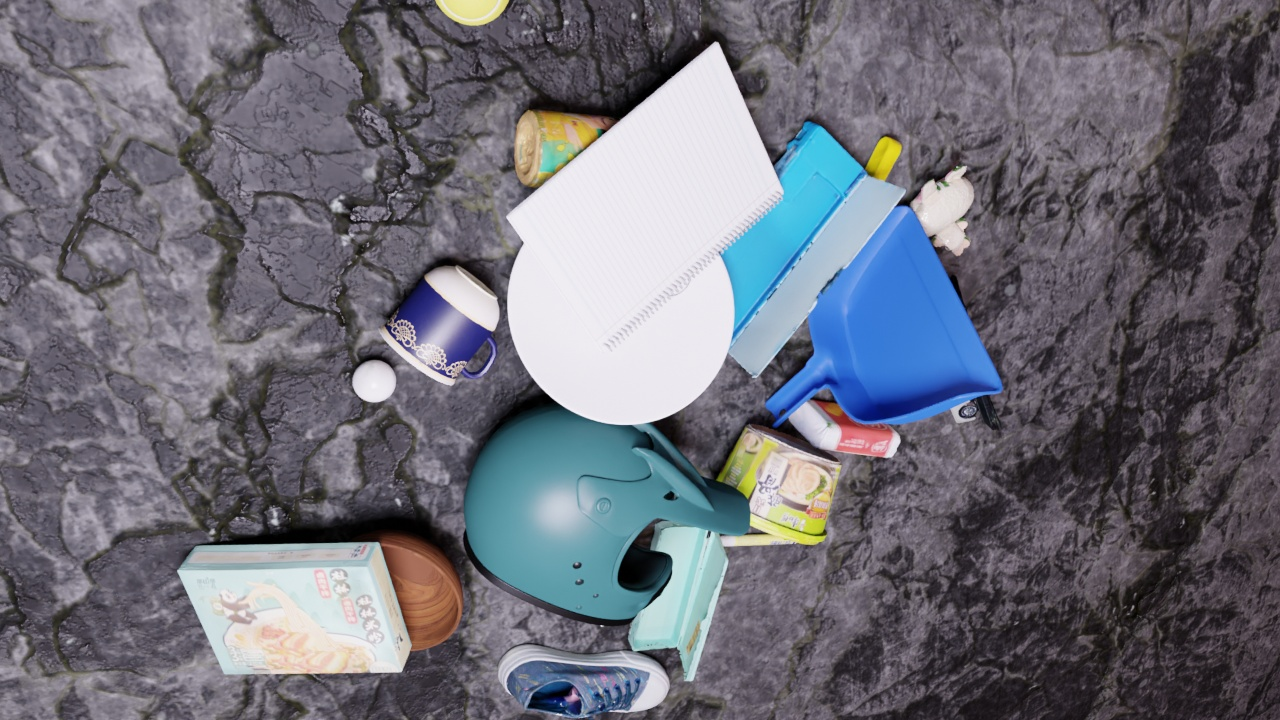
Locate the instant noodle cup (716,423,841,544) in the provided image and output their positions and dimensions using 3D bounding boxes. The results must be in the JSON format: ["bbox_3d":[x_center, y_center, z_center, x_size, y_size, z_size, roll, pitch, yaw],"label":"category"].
[{"bbox_3d":[0.159,0.138,1.055,0.146,0.146,0.098,19,96,-29],"label":"instant noodle cup"}]

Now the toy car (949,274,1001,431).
[{"bbox_3d":[0.379,0.000,1.119,0.071,0.093,0.192,-17,127,21],"label":"toy car"}]

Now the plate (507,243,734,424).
[{"bbox_3d":[-0.019,-0.051,0.908,0.229,0.030,0.229,1,85,-16],"label":"plate"}]

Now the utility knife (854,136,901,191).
[{"bbox_3d":[0.234,-0.160,0.999,0.020,0.028,0.173,18,108,-23],"label":"utility knife"}]

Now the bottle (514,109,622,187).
[{"bbox_3d":[-0.009,-0.191,0.856,0.209,0.068,0.068,-2,116,-27],"label":"bottle"}]

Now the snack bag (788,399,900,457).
[{"bbox_3d":[0.243,0.080,1.094,0.115,0.077,0.036,9,113,-27],"label":"snack bag"}]

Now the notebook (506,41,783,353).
[{"bbox_3d":[0.017,-0.143,0.844,0.245,0.013,0.178,-42,129,-10],"label":"notebook"}]

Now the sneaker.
[{"bbox_3d":[-0.061,0.411,1.132,0.235,0.079,0.087,17,107,-29],"label":"sneaker"}]

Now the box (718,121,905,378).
[{"bbox_3d":[0.148,-0.109,0.936,0.094,0.115,0.243,33,99,-33],"label":"box"}]

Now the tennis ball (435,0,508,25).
[{"bbox_3d":[-0.137,-0.307,0.745,0.065,0.065,0.065,-10,118,-19],"label":"tennis ball"}]

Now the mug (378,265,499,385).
[{"bbox_3d":[-0.172,-0.032,0.860,0.089,0.085,0.112,-50,128,4],"label":"mug"}]

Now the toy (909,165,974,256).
[{"bbox_3d":[0.336,-0.169,1.024,0.087,0.050,0.112,-38,138,-8],"label":"toy"}]

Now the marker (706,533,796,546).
[{"bbox_3d":[0.140,0.228,1.163,0.132,0.014,0.014,3,114,-24],"label":"marker"}]

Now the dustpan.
[{"bbox_3d":[0.234,-0.001,1.008,0.059,0.245,0.258,8,141,-31],"label":"dustpan"}]

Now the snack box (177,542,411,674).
[{"bbox_3d":[-0.339,0.247,0.912,0.194,0.044,0.142,-2,120,8],"label":"snack box"}]

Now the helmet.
[{"bbox_3d":[-0.037,0.146,0.943,0.274,0.176,0.200,27,104,-22],"label":"helmet"}]

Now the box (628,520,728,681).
[{"bbox_3d":[0.051,0.295,1.114,0.077,0.093,0.188,2,114,-25],"label":"box"}]

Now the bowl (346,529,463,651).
[{"bbox_3d":[-0.250,0.225,0.956,0.147,0.068,0.147,3,120,6],"label":"bowl"}]

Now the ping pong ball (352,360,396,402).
[{"bbox_3d":[-0.254,0.020,0.876,0.040,0.040,0.040,-10,118,-19],"label":"ping pong ball"}]
